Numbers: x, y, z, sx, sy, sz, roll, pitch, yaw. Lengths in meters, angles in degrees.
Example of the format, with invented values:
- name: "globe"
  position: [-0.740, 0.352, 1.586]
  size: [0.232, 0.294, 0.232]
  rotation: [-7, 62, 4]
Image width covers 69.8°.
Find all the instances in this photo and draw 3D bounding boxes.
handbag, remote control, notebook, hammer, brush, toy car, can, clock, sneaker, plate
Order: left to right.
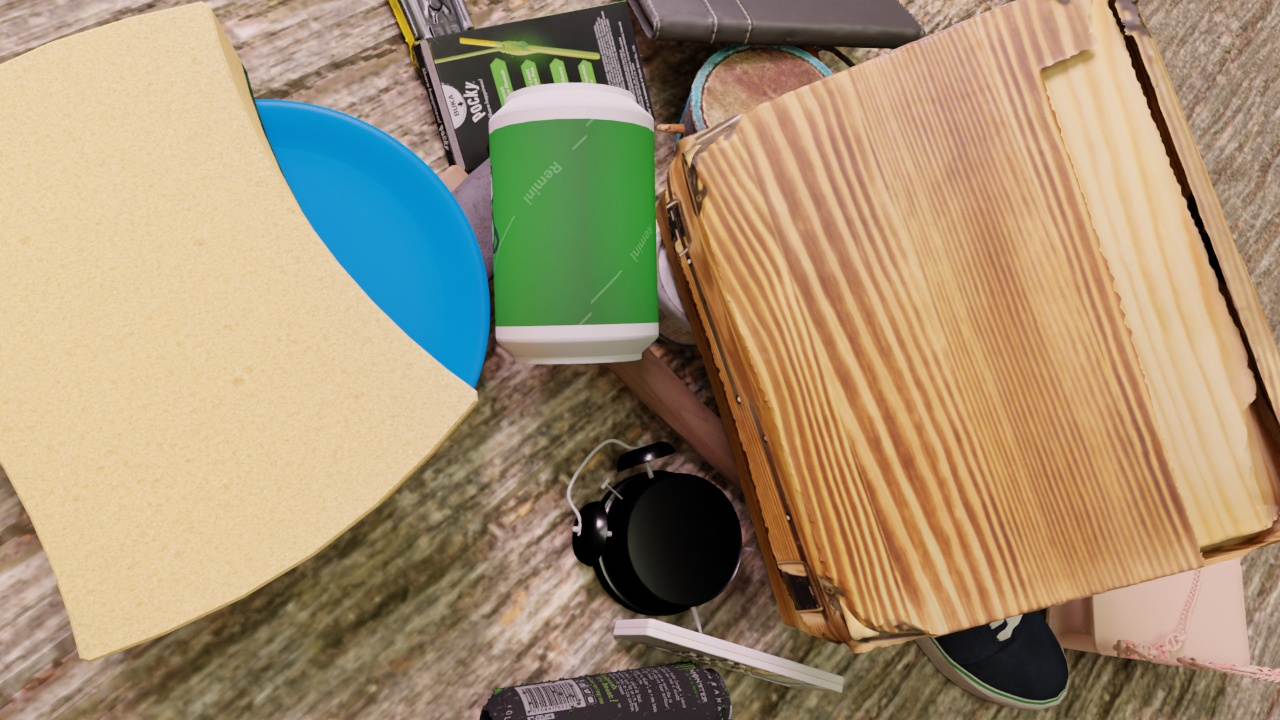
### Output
- name: "brush"
  position: [-0.219, -0.015, 0.430]
  size: [0.195, 0.075, 0.250]
  rotation: [-35, 92, -12]
- name: "plate"
  position: [-0.194, -0.026, 0.489]
  size: [0.224, 0.024, 0.224]
  rotation: [1, 85, -11]
- name: "toy car"
  position: [-0.136, -0.225, 0.592]
  size: [0.049, 0.030, 0.107]
  rotation: [-21, 90, -31]
- name: "can"
  position: [-0.035, -0.070, 0.492]
  size: [0.087, 0.088, 0.140]
  rotation: [-3, 93, -27]
- name: "can"
  position: [-0.019, 0.201, 0.508]
  size: [0.137, 0.054, 0.054]
  rotation: [1, 74, -26]
- name: "hammer"
  position: [-0.003, 0.003, 0.578]
  size: [0.328, 0.052, 0.098]
  rotation: [44, 77, -14]
- name: "clock"
  position: [0.008, 0.102, 0.556]
  size: [0.120, 0.043, 0.091]
  rotation: [44, 63, -10]
- name: "can"
  position: [0.036, -0.055, 0.619]
  size: [0.086, 0.043, 0.086]
  rotation: [8, 73, -26]
- name: "remote control"
  position: [0.053, 0.179, 0.552]
  size: [0.135, 0.050, 0.011]
  rotation: [22, 66, -19]
- name: "notebook"
  position: [0.082, -0.278, 0.671]
  size: [0.208, 0.030, 0.169]
  rotation: [-2, 47, -21]
- name: "clock"
  position: [0.098, -0.169, 0.659]
  size: [0.157, 0.073, 0.121]
  rotation: [-36, 82, -17]
- name: "sneaker"
  position: [0.226, 0.156, 0.628]
  size: [0.235, 0.079, 0.084]
  rotation: [45, 60, -8]
- name: "handbag"
  position: [0.417, 0.163, 0.656]
  size: [0.198, 0.187, 0.116]
  rotation: [12, 77, -18]

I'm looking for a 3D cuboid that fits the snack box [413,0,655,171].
- name: "snack box"
  position: [-0.065, -0.180, 0.601]
  size: [0.147, 0.025, 0.080]
  rotation: [-23, 107, -30]

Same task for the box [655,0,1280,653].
- name: "box"
  position: [0.153, -0.011, 0.489]
  size: [0.258, 0.221, 0.279]
  rotation: [-16, 86, -10]
